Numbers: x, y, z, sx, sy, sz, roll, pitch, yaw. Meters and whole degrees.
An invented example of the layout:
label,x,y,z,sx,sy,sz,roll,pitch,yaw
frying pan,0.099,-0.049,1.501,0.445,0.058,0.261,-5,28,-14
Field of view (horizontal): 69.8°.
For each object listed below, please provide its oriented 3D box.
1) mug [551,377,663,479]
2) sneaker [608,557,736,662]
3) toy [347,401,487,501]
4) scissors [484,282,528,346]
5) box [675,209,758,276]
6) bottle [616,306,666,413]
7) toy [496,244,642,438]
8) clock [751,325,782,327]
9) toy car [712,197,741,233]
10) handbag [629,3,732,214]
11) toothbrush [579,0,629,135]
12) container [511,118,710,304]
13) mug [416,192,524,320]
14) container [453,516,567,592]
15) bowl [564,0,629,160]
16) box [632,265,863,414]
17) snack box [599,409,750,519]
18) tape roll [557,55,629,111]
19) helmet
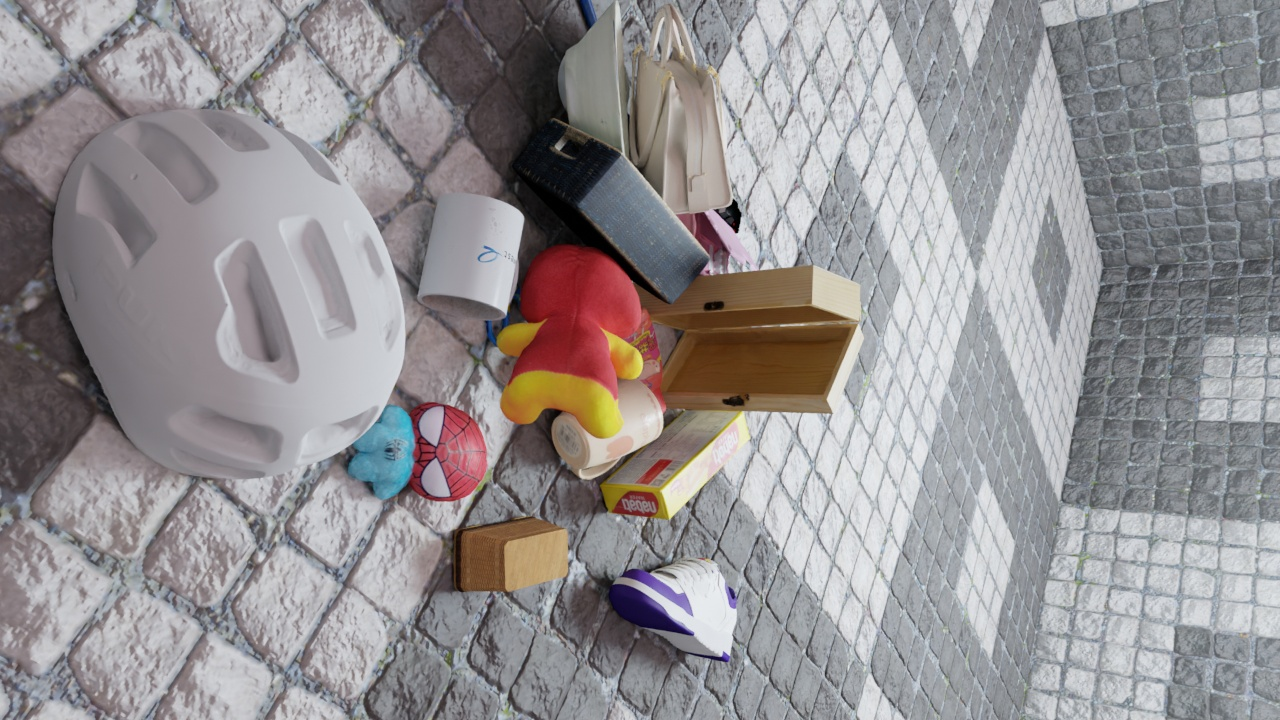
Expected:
label,x,y,z,sx,sy,sz,roll,pitch,yaw
mug,-0.043,0.084,1.024,0.104,0.085,0.112,-24,138,-40
sneaker,0.055,0.288,1.135,0.244,0.092,0.111,46,54,-47
toy,-0.198,0.083,0.832,0.132,0.062,0.092,4,79,-41
scissors,-0.128,-0.076,0.958,0.109,0.018,0.131,10,83,-55
box,0.102,-0.143,1.142,0.232,0.080,0.099,12,80,-74
bottle,-0.006,0.006,1.086,0.071,0.049,0.134,-30,114,-39
toy,-0.065,-0.030,0.919,0.147,0.099,0.215,14,52,-10
clock,0.177,-0.060,1.331,0.087,0.042,0.123,51,53,-39
toy car,0.116,-0.204,1.257,0.091,0.036,0.042,26,69,-49
handbag,0.038,-0.284,1.003,0.194,0.101,0.198,-112,-165,-59
toothbrush,-0.037,-0.354,1.076,0.016,0.017,0.190,-49,126,-43
container,-0.031,-0.155,0.971,0.071,0.145,0.187,-50,134,-2
mug,-0.152,-0.091,0.878,0.119,0.083,0.096,33,63,-63
container,-0.125,0.196,0.921,0.113,0.061,0.063,0,90,-52
bowl,-0.046,-0.283,0.966,0.176,0.058,0.176,1,86,-88
box,0.127,-0.032,1.098,0.141,0.249,0.179,-21,106,-50
snack box,0.046,0.121,1.119,0.200,0.092,0.042,-37,117,-46
tape roll,-0.052,-0.312,1.042,0.093,0.019,0.094,-7,100,-43
helmet,-0.290,-0.057,0.683,0.223,0.184,0.282,-15,81,-56
